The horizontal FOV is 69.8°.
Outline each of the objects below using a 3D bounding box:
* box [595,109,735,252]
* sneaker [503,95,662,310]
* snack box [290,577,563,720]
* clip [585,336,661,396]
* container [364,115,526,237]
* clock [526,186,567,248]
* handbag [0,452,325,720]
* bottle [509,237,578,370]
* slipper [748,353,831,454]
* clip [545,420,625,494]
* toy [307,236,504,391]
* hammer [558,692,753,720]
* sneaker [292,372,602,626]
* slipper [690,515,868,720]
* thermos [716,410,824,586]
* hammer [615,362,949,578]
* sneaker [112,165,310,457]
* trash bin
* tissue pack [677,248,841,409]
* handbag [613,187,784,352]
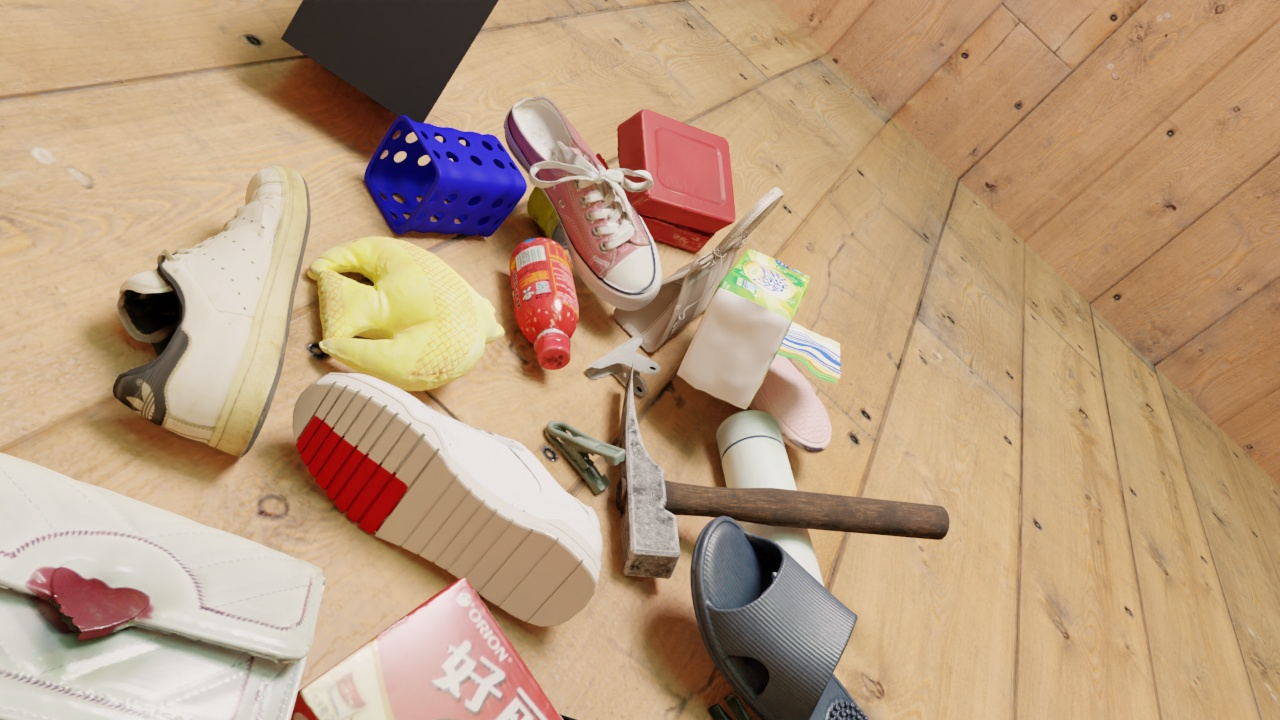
[{"bbox_3d":[0.039,-0.224,1.154,0.157,0.127,0.137,10,50,-42],"label":"box"},{"bbox_3d":[-0.049,-0.163,0.904,0.118,0.088,0.241,-34,92,-23],"label":"sneaker"},{"bbox_3d":[-0.079,0.247,0.488,0.112,0.060,0.236,-29,81,-47],"label":"snack box"},{"bbox_3d":[-0.007,0.004,0.916,0.054,0.044,0.101,36,31,11],"label":"clip"},{"bbox_3d":[-0.184,-0.171,0.874,0.113,0.085,0.084,-6,57,-52],"label":"container"},{"bbox_3d":[-0.071,-0.170,1.004,0.057,0.083,0.118,46,33,17],"label":"clock"},{"bbox_3d":[-0.260,0.124,0.429,0.198,0.096,0.141,26,35,-23],"label":"handbag"},{"bbox_3d":[-0.089,-0.050,0.861,0.062,0.062,0.137,21,39,-32],"label":"bottle"},{"bbox_3d":[0.140,0.025,1.035,0.106,0.056,0.221,21,27,-31],"label":"slipper"},{"bbox_3d":[-0.051,0.076,0.786,0.076,0.061,0.023,36,27,17],"label":"clip"},{"bbox_3d":[-0.186,-0.042,0.744,0.154,0.065,0.170,3,42,-31],"label":"toy"},{"bbox_3d":[-0.026,0.256,0.601,0.318,0.032,0.130,26,36,-25],"label":"hammer"},{"bbox_3d":[-0.126,0.080,0.649,0.236,0.090,0.104,36,24,-11],"label":"sneaker"},{"bbox_3d":[0.131,0.233,0.695,0.263,0.083,0.101,58,43,-9],"label":"slipper"},{"bbox_3d":[0.120,0.150,0.855,0.068,0.068,0.229,24,36,-29],"label":"thermos"},{"bbox_3d":[0.125,0.103,0.829,0.300,0.037,0.217,7,43,-10],"label":"hammer"},{"bbox_3d":[-0.290,-0.047,0.620,0.102,0.089,0.241,15,45,-26],"label":"sneaker"},{"bbox_3d":[-0.237,-0.336,0.903,0.139,0.140,0.171,32,12,-19],"label":"trash bin"},{"bbox_3d":[0.137,-0.024,0.921,0.141,0.120,0.197,27,29,6],"label":"tissue pack"},{"bbox_3d":[0.083,-0.115,0.998,0.062,0.198,0.175,46,32,4],"label":"handbag"}]
